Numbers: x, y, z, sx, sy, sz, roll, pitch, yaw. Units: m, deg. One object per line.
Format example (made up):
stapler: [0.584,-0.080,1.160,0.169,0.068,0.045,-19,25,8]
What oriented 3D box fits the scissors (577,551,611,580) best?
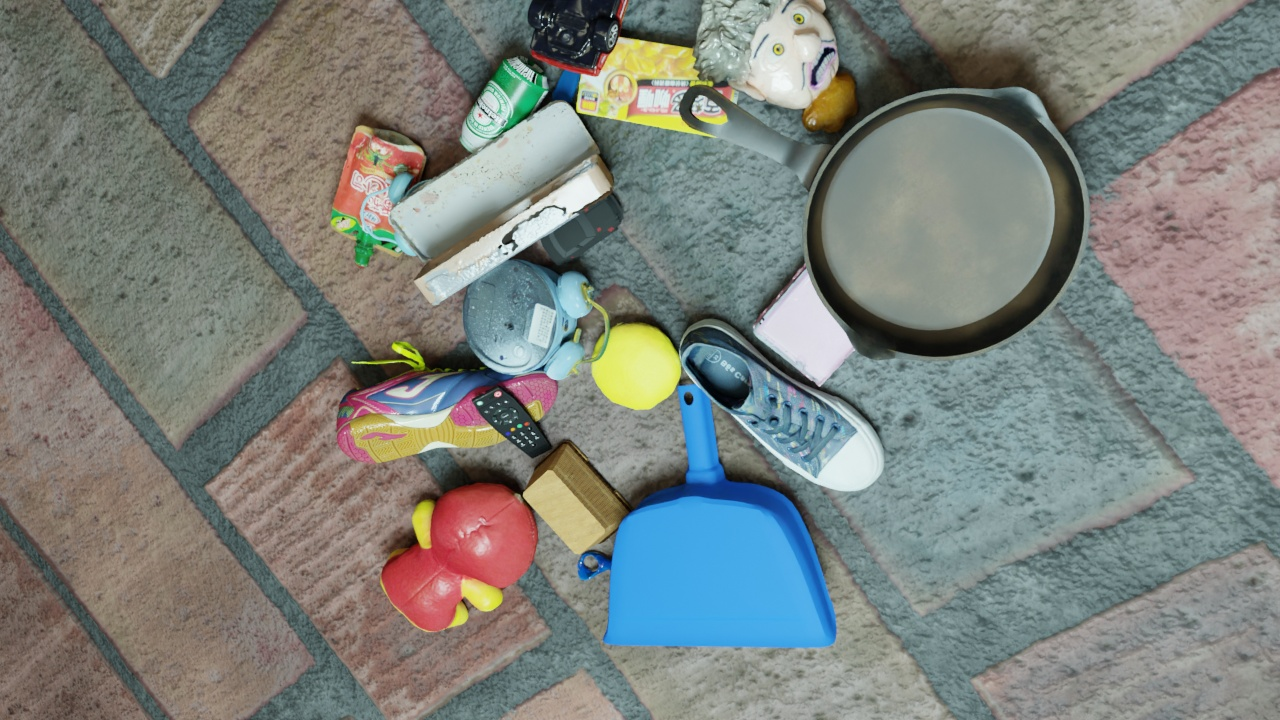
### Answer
scissors: [-0.022,0.219,1.005,0.103,0.015,0.134,36,113,24]

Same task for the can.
can: [-0.134,-0.249,0.906,0.053,0.053,0.101,41,112,4]

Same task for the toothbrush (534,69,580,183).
toothbrush: [-0.085,-0.238,0.913,0.021,0.016,0.132,26,111,8]

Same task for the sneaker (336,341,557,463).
sneaker: [-0.211,0.034,0.992,0.242,0.091,0.116,-12,135,0]

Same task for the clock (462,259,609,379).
clock: [-0.107,-0.042,0.938,0.162,0.060,0.118,19,106,22]

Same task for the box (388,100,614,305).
box: [-0.132,-0.143,0.889,0.216,0.107,0.095,-30,135,11]

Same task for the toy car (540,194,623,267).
toy car: [-0.060,-0.132,0.922,0.092,0.036,0.042,-32,93,23]

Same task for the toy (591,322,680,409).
toy: [-0.006,0.005,0.939,0.096,0.041,0.094,-11,103,21]

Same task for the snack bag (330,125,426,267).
snack bag: [-0.286,-0.171,0.991,0.087,0.044,0.155,23,117,-1]

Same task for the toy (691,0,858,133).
toy: [0.123,-0.268,0.796,0.176,0.076,0.132,38,85,-12]

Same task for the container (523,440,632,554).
container: [-0.071,0.152,0.989,0.063,0.061,0.114,-43,88,23]

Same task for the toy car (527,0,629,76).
toy car: [-0.042,-0.360,0.838,0.081,0.056,0.189,21,99,13]

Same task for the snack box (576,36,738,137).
snack box: [0.018,-0.260,0.867,0.152,0.025,0.075,14,108,14]

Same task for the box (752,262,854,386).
box: [0.208,-0.086,0.841,0.098,0.046,0.233,43,113,5]

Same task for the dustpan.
dustpan: [0.062,0.154,0.928,0.246,0.059,0.257,-7,94,24]

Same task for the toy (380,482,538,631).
toy: [-0.203,0.220,1.037,0.147,0.098,0.217,43,118,-5]

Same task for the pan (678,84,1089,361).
pan: [0.196,-0.143,0.781,0.356,0.043,0.249,27,111,0]

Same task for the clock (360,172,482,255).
clock: [-0.229,-0.152,0.954,0.123,0.042,0.087,-4,111,-1]

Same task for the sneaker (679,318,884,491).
sneaker: [0.128,0.051,0.886,0.235,0.079,0.088,37,112,6]

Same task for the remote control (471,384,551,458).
remote control: [-0.134,0.066,0.971,0.039,0.010,0.125,-27,138,6]
